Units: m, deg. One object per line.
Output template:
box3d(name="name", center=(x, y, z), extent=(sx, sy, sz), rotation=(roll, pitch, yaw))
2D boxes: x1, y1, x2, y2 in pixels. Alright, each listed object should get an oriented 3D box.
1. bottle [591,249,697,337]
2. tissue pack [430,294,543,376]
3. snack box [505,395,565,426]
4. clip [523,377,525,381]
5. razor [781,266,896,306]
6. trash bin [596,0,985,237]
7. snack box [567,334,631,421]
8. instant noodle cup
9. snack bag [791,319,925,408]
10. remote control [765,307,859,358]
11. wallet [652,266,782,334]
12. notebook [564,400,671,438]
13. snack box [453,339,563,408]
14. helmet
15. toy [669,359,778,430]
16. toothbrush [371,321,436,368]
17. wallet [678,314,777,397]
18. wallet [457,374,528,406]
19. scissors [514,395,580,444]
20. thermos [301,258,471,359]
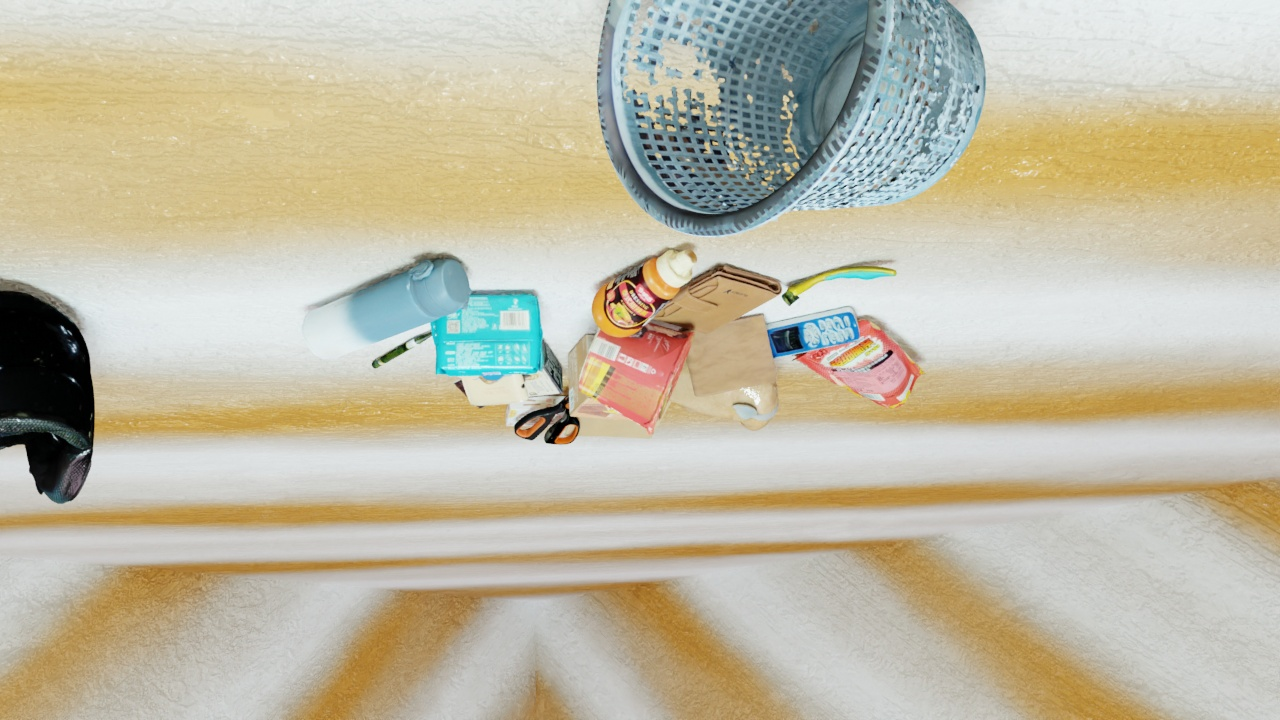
box3d(name="bottle", center=(0.009, -0.082, 1.035), extent=(0.066, 0.066, 0.150), rotation=(14, 145, -38))
box3d(name="tissue pack", center=(-0.182, -0.029, 1.084), extent=(0.133, 0.093, 0.050), rotation=(-1, 174, -6))
box3d(name="snack box", center=(-0.134, 0.081, 1.466), extent=(0.156, 0.026, 0.085), rotation=(1, 158, -12))
box3d(name="clip", center=(-0.181, 0.035, 1.219), extent=(0.056, 0.026, 0.024), rotation=(1, 153, 3))
box3d(name="razor", center=(0.233, -0.093, 1.077), extent=(0.133, 0.028, 0.043), rotation=(-12, -173, 26))
box3d(name="trash bin", center=(0.115, -0.188, 0.607), extent=(0.194, 0.226, 0.227), rotation=(-1, 162, -44))
box3d(name="snack box", center=(-0.042, 0.024, 1.243), extent=(0.094, 0.092, 0.077), rotation=(6, 157, -21))
box3d(name="instant noodle cup", center=(-0.007, 0.007, 1.140), extent=(0.108, 0.137, 0.138), rotation=(23, 159, 5))
box3d(name="snack bag", center=(0.316, 0.004, 1.299), extent=(0.129, 0.073, 0.207), rotation=(-23, 146, 31))
box3d(name="remote control", center=(0.222, -0.037, 1.205), extent=(0.125, 0.024, 0.049), rotation=(-12, 124, 20))
box3d(name="wallet", center=(0.088, -0.072, 1.107), extent=(0.107, 0.031, 0.132), rotation=(11, 153, -37))
box3d(name="notebook", center=(-0.027, 0.068, 1.418), extent=(0.147, 0.008, 0.208), rotation=(3, 147, -16))
box3d(name="snack box", center=(-0.180, 0.019, 1.264), extent=(0.126, 0.053, 0.113), rotation=(-5, 158, 7))
box3d(name="helmet", center=(-0.737, 0.043, 1.004), extent=(0.275, 0.230, 0.233), rotation=(-5, 167, 26))
box3d(name="toy", center=(0.086, 0.038, 1.311), extent=(0.226, 0.082, 0.144), rotation=(11, 137, 15))
box3d(name="toothbrush", center=(-0.302, -0.022, 1.196), extent=(0.017, 0.012, 0.186), rotation=(23, 147, -39))
box3d(name="wallet", center=(0.116, -0.006, 1.214), extent=(0.115, 0.020, 0.101), rotation=(-10, 115, 11))
box3d(name="wallet", center=(-0.199, 0.004, 1.181), extent=(0.087, 0.024, 0.115), rotation=(-7, 118, 12))
box3d(name="scissors", center=(-0.098, 0.071, 1.393), extent=(0.235, 0.021, 0.161), rotation=(-25, 141, 28))
box3d(name="thermos", center=(-0.287, -0.059, 1.037), extent=(0.221, 0.070, 0.070), rotation=(-17, 155, 30))
